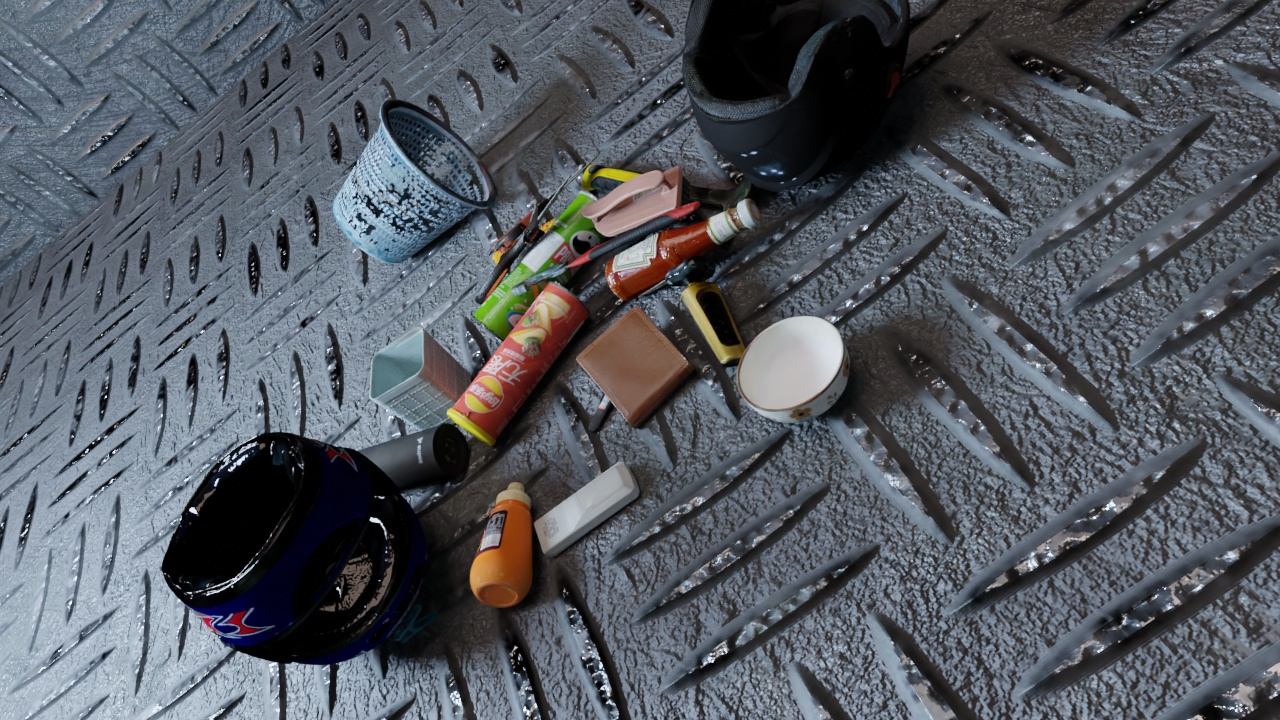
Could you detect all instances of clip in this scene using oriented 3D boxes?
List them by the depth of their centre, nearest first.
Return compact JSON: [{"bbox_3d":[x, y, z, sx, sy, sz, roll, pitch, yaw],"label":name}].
[{"bbox_3d":[-0.258,0.299,1.041,0.055,0.038,0.013,-45,38,9],"label":"clip"}]

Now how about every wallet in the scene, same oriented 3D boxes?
[{"bbox_3d":[-0.006,0.006,1.068,0.101,0.032,0.124,-42,56,0],"label":"wallet"}]

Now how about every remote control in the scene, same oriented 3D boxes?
[{"bbox_3d":[-0.059,0.161,1.000,0.125,0.024,0.049,-37,41,8],"label":"remote control"}]

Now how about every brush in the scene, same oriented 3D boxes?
[{"bbox_3d":[-0.007,-0.201,1.182,0.146,0.073,0.063,-15,61,39],"label":"brush"}]

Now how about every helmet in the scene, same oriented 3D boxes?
[{"bbox_3d":[-0.356,0.217,1.013,0.316,0.240,0.246,3,58,51],"label":"helmet"},{"bbox_3d":[0.185,-0.335,1.071,0.274,0.230,0.233,-36,51,-13],"label":"helmet"}]

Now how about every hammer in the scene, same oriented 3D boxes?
[{"bbox_3d":[0.032,-0.238,1.255,0.324,0.032,0.126,22,71,46],"label":"hammer"}]

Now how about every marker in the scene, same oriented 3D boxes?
[{"bbox_3d":[-0.028,0.031,1.091,0.018,0.015,0.123,16,70,42],"label":"marker"}]

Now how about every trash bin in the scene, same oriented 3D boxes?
[{"bbox_3d":[-0.382,-0.273,1.491,0.195,0.226,0.226,-40,40,22],"label":"trash bin"}]

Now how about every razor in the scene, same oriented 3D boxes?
[{"bbox_3d":[0.080,-0.057,1.047,0.062,0.068,0.167,-11,48,-13],"label":"razor"}]

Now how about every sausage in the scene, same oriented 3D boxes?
[{"bbox_3d":[-0.154,-0.183,1.361,0.165,0.021,0.021,-26,44,18],"label":"sausage"}]

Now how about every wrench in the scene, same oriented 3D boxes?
[{"bbox_3d":[-0.046,-0.141,1.153,0.274,0.016,0.056,-22,15,22],"label":"wrench"}]

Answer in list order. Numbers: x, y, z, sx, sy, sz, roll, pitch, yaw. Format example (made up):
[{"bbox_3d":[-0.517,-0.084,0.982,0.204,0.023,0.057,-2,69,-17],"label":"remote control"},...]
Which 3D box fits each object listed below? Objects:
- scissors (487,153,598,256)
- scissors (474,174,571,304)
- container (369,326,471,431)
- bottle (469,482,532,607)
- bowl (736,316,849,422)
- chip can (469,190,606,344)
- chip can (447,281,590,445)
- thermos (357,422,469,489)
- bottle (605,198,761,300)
[{"bbox_3d":[-0.145,-0.220,1.326,0.227,0.015,0.188,-39,13,19],"label":"scissors"},{"bbox_3d":[-0.158,-0.164,1.251,0.221,0.021,0.228,-50,0,9],"label":"scissors"},{"bbox_3d":[-0.286,0.032,1.216,0.090,0.111,0.089,-29,44,15],"label":"container"},{"bbox_3d":[-0.147,0.196,1.014,0.067,0.067,0.149,-23,38,21],"label":"bottle"},{"bbox_3d":[0.159,0.018,0.920,0.114,0.062,0.113,-20,47,22],"label":"bowl"},{"bbox_3d":[-0.131,-0.124,1.255,0.236,0.072,0.072,-50,42,-8],"label":"chip can"},{"bbox_3d":[-0.152,0.003,1.167,0.073,0.073,0.216,24,72,46],"label":"chip can"},{"bbox_3d":[-0.335,0.153,1.200,0.243,0.068,0.090,-18,79,28],"label":"thermos"},{"bbox_3d":[0.052,-0.137,1.118,0.207,0.060,0.059,-25,44,29],"label":"bottle"}]
